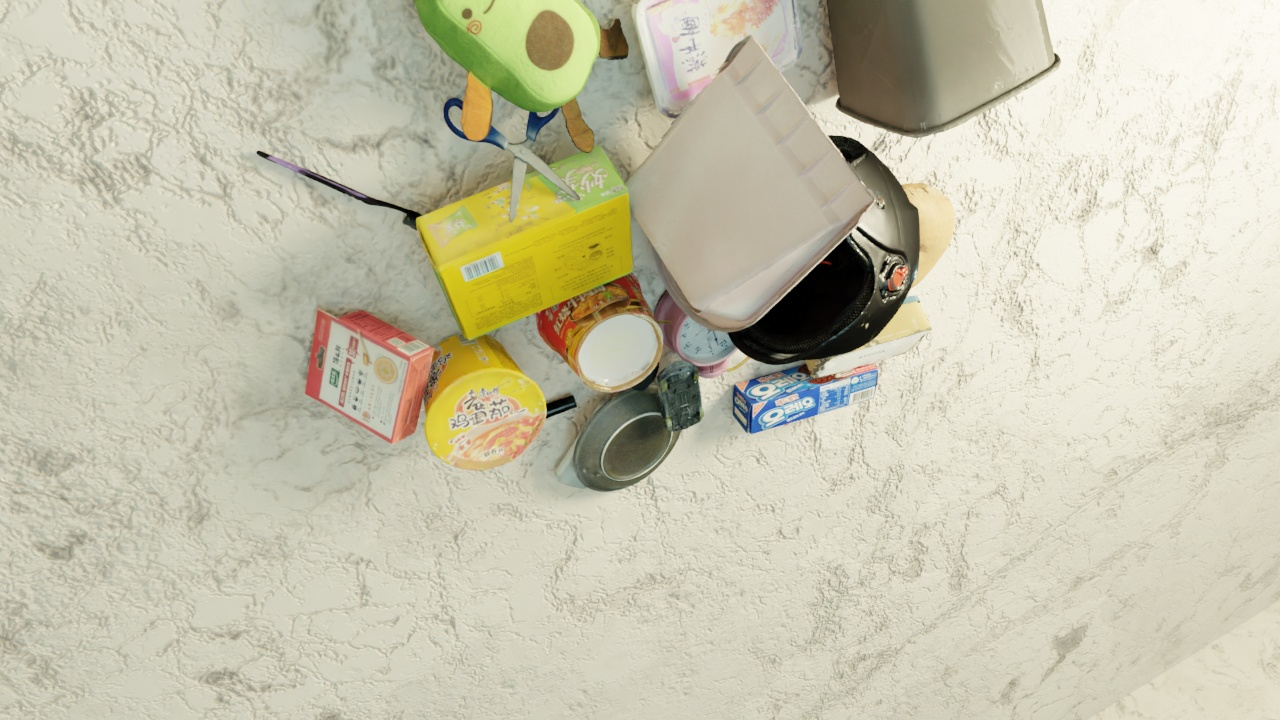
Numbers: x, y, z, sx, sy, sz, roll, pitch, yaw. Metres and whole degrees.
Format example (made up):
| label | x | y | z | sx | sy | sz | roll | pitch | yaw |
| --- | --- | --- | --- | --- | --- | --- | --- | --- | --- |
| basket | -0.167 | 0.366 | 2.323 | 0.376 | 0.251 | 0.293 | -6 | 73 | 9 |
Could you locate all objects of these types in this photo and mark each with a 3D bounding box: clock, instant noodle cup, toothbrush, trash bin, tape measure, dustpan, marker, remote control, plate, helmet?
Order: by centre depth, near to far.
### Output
| label | x | y | z | sx | sy | sz | roll | pitch | yaw |
| --- | --- | --- | --- | --- | --- | --- | --- | --- | --- |
| toothbrush | -0.296 | -0.170 | 0.932 | 0.188 | 0.014 | 0.017 | 21 | 123 | -34 |
| instant noodle cup | 0.074 | -0.347 | 0.956 | 0.173 | 0.060 | 0.138 | -25 | 129 | -6 |
| trash bin | 0.301 | -0.386 | 0.962 | 0.198 | 0.199 | 0.220 | -28 | 123 | -8 |
| dustpan | 0.101 | -0.161 | 0.968 | 0.274 | 0.222 | 0.138 | -36 | 162 | 24 |
| helmet | 0.203 | -0.118 | 1.052 | 0.230 | 0.234 | 0.274 | 16 | 77 | -42 |
| instant noodle cup | -0.191 | 0.040 | 1.062 | 0.138 | 0.109 | 0.138 | -13 | 126 | -18 |
| instant noodle cup | -0.041 | -0.034 | 1.083 | 0.137 | 0.108 | 0.138 | -13 | 127 | -18 |
| tape measure | -0.007 | 0.007 | 1.161 | 0.039 | 0.057 | 0.058 | 24 | 91 | -37 |
| marker | -0.144 | 0.074 | 1.165 | 0.132 | 0.022 | 0.020 | -19 | 86 | -13 |
| clock | 0.092 | -0.040 | 1.175 | 0.117 | 0.059 | 0.158 | -43 | 131 | 8 |
| remote control | -0.062 | 0.112 | 1.230 | 0.055 | 0.020 | 0.136 | 21 | 109 | -36 |
| plate | -0.008 | 0.110 | 1.231 | 0.179 | 0.024 | 0.180 | -22 | 135 | -24 |

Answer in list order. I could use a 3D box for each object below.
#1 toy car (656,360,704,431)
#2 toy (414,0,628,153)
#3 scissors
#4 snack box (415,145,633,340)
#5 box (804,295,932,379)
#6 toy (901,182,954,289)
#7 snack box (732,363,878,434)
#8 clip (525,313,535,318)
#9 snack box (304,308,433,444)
| label | x | y | z | sx | sy | sz | roll | pitch | yaw |
| --- | --- | --- | --- | --- | --- | --- | --- | --- | --- |
| toy car | 0.050 | 0.045 | 1.178 | 0.054 | 0.036 | 0.121 | -18 | 139 | -8 |
| toy | -0.111 | -0.309 | 0.860 | 0.246 | 0.090 | 0.227 | 23 | 86 | -37 |
| scissors | -0.123 | -0.219 | 0.917 | 0.162 | 0.175 | 0.012 | 20 | 160 | 0 |
| snack box | -0.116 | -0.121 | 0.977 | 0.210 | 0.070 | 0.158 | -24 | 156 | -9 |
| box | 0.314 | -0.033 | 1.266 | 0.184 | 0.059 | 0.090 | -16 | 160 | -18 |
| toy | 0.326 | -0.130 | 1.218 | 0.143 | 0.082 | 0.226 | 13 | 120 | -31 |
| snack box | 0.234 | 0.044 | 1.301 | 0.207 | 0.058 | 0.057 | -15 | 127 | -16 |
| clip | -0.140 | -0.072 | 1.072 | 0.038 | 0.013 | 0.055 | -28 | 128 | -5 |
| snack box | -0.299 | 0.012 | 1.009 | 0.044 | 0.127 | 0.113 | -36 | 150 | -59 |
